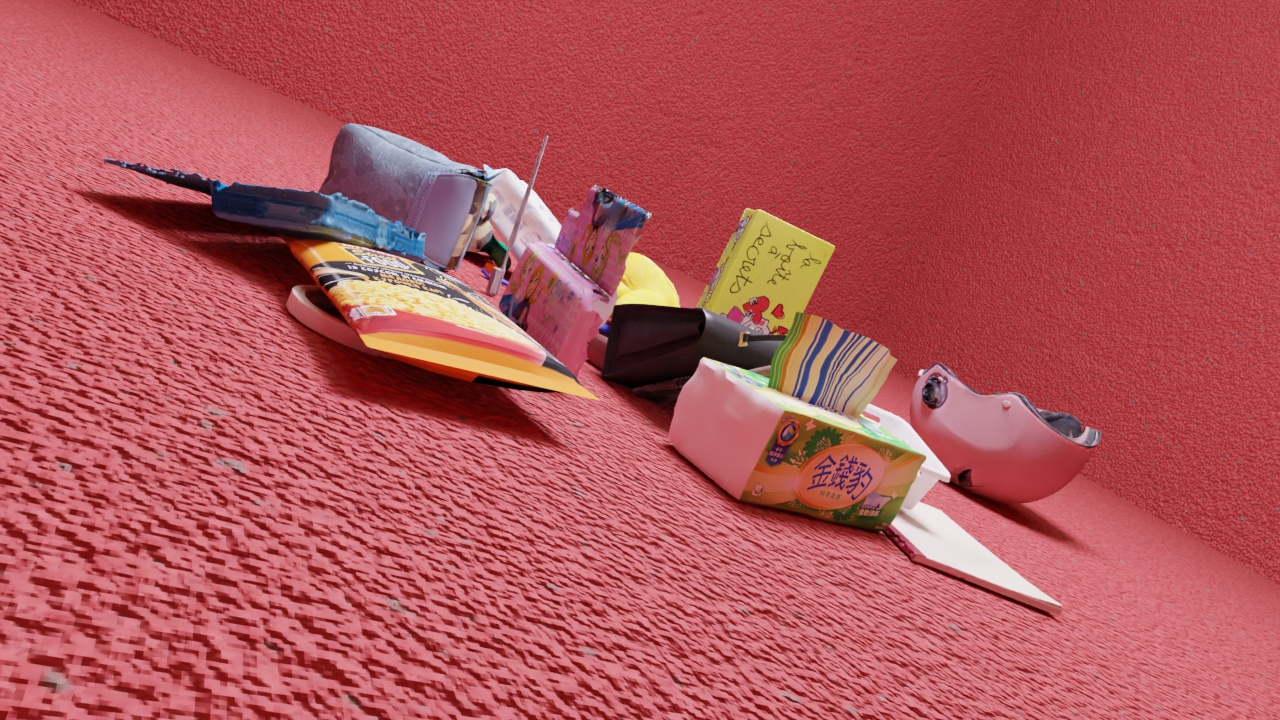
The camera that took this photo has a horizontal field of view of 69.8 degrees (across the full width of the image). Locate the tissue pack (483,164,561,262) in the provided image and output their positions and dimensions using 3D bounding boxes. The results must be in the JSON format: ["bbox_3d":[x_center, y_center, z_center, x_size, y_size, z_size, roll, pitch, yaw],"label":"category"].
[{"bbox_3d":[-0.142,-0.170,1.192,0.182,0.070,0.112,55,5,4],"label":"tissue pack"}]

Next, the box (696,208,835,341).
[{"bbox_3d":[0.152,-0.082,1.227,0.124,0.221,0.081,25,10,-15],"label":"box"}]

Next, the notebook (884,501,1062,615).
[{"bbox_3d":[0.263,0.156,0.838,0.153,0.012,0.208,22,9,-15],"label":"notebook"}]

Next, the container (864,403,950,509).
[{"bbox_3d":[0.231,0.090,0.881,0.080,0.050,0.129,23,18,-14],"label":"container"}]

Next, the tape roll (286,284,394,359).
[{"bbox_3d":[-0.191,-0.026,0.621,0.093,0.013,0.093,24,10,-5],"label":"tape roll"}]

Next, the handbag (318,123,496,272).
[{"bbox_3d":[-0.248,-0.175,1.003,0.192,0.122,0.118,24,9,19],"label":"handbag"}]

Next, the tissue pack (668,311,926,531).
[{"bbox_3d":[0.139,0.041,0.732,0.197,0.141,0.120,16,13,-45],"label":"tissue pack"}]

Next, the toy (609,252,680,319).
[{"bbox_3d":[0.000,-0.067,1.152,0.134,0.092,0.207,52,10,-15],"label":"toy"}]

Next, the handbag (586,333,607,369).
[{"bbox_3d":[-0.006,0.005,0.932,0.055,0.029,0.119,34,7,33],"label":"handbag"}]

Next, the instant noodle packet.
[{"bbox_3d":[-0.145,-0.033,0.629,0.159,0.032,0.221,15,13,-39],"label":"instant noodle packet"}]

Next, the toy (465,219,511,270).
[{"bbox_3d":[-0.225,-0.174,1.223,0.131,0.072,0.193,26,0,7],"label":"toy"}]

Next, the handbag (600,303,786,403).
[{"bbox_3d":[0.096,-0.003,0.826,0.175,0.072,0.196,20,-17,-34],"label":"handbag"}]

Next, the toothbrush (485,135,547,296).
[{"bbox_3d":[-0.133,-0.155,0.985,0.010,0.181,0.010,11,11,-46],"label":"toothbrush"}]

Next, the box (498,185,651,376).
[{"bbox_3d":[-0.065,-0.081,0.819,0.035,0.159,0.230,24,9,-23],"label":"box"}]

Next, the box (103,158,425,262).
[{"bbox_3d":[-0.288,-0.117,0.747,0.174,0.033,0.231,10,2,4],"label":"box"}]

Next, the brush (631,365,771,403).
[{"bbox_3d":[0.064,0.020,0.807,0.152,0.012,0.039,-12,-22,32],"label":"brush"}]

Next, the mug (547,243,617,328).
[{"bbox_3d":[-0.073,-0.085,1.049,0.089,0.074,0.105,32,37,34],"label":"mug"}]

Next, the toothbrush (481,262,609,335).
[{"bbox_3d":[-0.108,-0.072,1.100,0.182,0.018,0.016,25,34,1],"label":"toothbrush"}]

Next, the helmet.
[{"bbox_3d":[0.479,0.105,1.264,0.229,0.153,0.255,16,12,-36],"label":"helmet"}]
